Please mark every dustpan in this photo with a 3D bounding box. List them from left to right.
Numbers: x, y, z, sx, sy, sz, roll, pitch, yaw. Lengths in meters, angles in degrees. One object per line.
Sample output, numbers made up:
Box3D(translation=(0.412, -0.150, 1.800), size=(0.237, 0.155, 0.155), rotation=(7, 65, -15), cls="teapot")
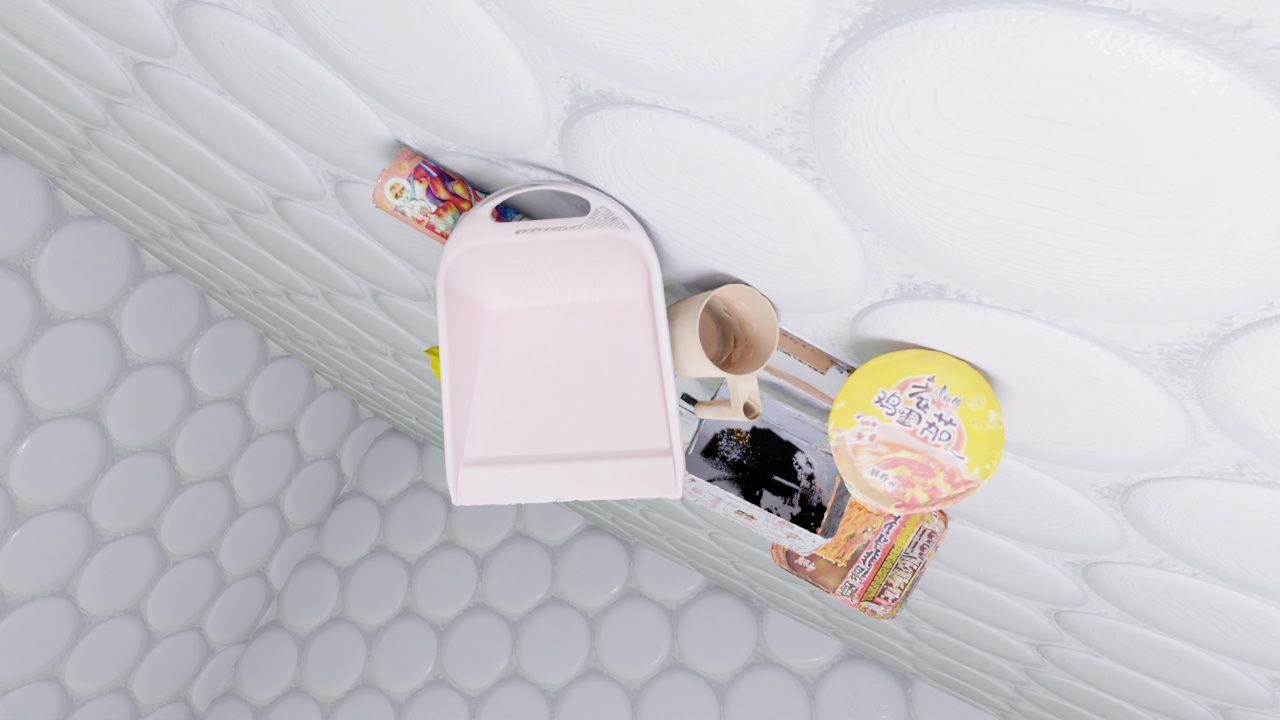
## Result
Box3D(translation=(-0.082, -0.010, 0.820), size=(0.222, 0.273, 0.139), rotation=(-6, 161, 5), cls="dustpan")

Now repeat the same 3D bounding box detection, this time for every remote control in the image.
Box3D(translation=(0.053, 0.093, 1.365), size=(0.056, 0.019, 0.135), rotation=(26, 164, 9), cls="remote control")

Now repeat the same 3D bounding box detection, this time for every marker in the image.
Box3D(translation=(0.105, 0.082, 1.250), size=(0.124, 0.015, 0.018), rotation=(34, 159, -14), cls="marker")

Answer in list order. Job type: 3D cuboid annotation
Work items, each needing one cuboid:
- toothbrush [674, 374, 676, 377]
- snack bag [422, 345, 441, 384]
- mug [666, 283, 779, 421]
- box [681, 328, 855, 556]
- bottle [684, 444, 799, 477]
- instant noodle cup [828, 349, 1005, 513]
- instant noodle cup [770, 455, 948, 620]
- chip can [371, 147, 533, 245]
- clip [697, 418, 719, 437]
Box3D(translation=(-0.053, -0.029, 1.155), size=(0.221, 0.027, 0.026), rotation=(26, -177, 11), cls="toothbrush")
Box3D(translation=(-0.183, 0.071, 1.272), size=(0.158, 0.068, 0.246), rotation=(9, 147, 47), cls="snack bag")
Box3D(translation=(0.071, -0.005, 0.863), size=(0.084, 0.124, 0.104), rotation=(-11, -178, -23), cls="mug")
Box3D(translation=(0.155, 0.081, 0.937), size=(0.183, 0.156, 0.194), rotation=(26, 156, 2), cls="box")
Box3D(translation=(0.141, 0.161, 1.336), size=(0.190, 0.068, 0.068), rotation=(13, 158, 45), cls="bottle")
Box3D(translation=(0.238, 0.070, 0.793), size=(0.138, 0.138, 0.110), rotation=(22, 171, 23), cls="instant noodle cup")
Box3D(translation=(0.275, 0.223, 1.179), size=(0.189, 0.164, 0.079), rotation=(28, -172, 2), cls="instant noodle cup")
Box3D(translation=(-0.162, -0.134, 0.933), size=(0.214, 0.071, 0.071), rotation=(29, 164, -1), cls="chip can")
Box3D(translation=(0.098, 0.099, 1.321), size=(0.050, 0.015, 0.057), rotation=(19, 161, 37), cls="clip")
